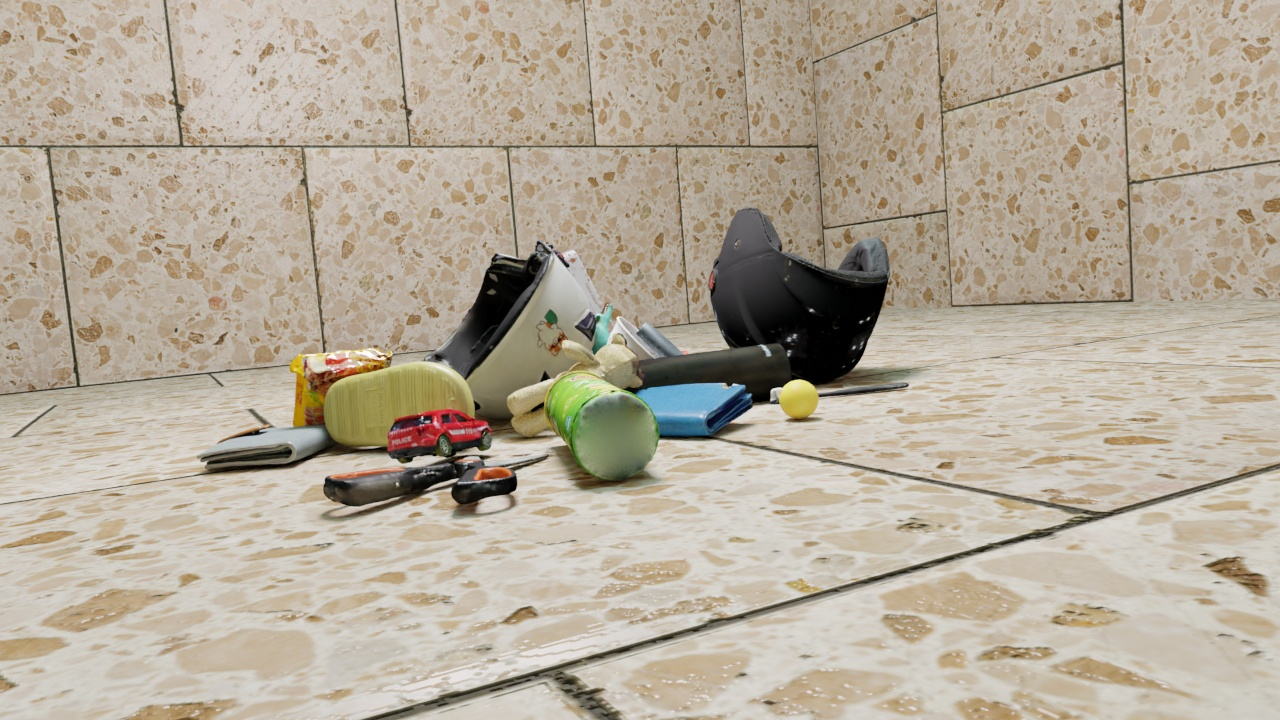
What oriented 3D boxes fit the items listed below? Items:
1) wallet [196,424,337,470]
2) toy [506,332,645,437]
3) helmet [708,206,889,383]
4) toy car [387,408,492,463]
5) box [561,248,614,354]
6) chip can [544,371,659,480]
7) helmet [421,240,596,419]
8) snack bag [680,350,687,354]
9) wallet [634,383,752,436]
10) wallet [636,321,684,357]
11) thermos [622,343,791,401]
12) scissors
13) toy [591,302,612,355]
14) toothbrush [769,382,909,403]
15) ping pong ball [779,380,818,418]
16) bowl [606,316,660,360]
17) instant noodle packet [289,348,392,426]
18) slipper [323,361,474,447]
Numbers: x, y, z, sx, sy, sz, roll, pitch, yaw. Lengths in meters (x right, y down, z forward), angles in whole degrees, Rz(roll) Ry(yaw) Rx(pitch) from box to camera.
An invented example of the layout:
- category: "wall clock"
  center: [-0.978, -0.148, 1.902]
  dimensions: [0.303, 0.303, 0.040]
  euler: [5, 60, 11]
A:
- category: "wallet"
  center: [-0.389, 0.086, 0.965]
  dimensions: [0.106, 0.037, 0.129]
  euler: [-4, 4, 2]
- category: "toy"
  center: [-0.071, 0.030, 0.992]
  dimensions: [0.157, 0.105, 0.066]
  euler: [-27, 7, -20]
- category: "helmet"
  center: [0.214, -0.085, 1.303]
  dimensions: [0.233, 0.230, 0.275]
  euler: [12, 0, -20]
- category: "toy car"
  center: [-0.181, 0.068, 0.840]
  dimensions: [0.053, 0.045, 0.120]
  euler: [-11, -7, 20]
- category: "box"
  center: [-0.104, -0.044, 1.362]
  dimensions: [0.130, 0.179, 0.272]
  euler: [-27, -5, -1]
- category: "chip can"
  center: [-0.039, 0.052, 0.805]
  dimensions: [0.072, 0.072, 0.221]
  euler: [-6, 5, -11]
- category: "helmet"
  center: [-0.144, -0.017, 1.133]
  dimensions: [0.157, 0.229, 0.275]
  euler: [39, -18, -24]
- category: "snack bag"
  center: [0.068, 0.009, 1.340]
  dimensions: [0.045, 0.026, 0.105]
  euler: [1, -23, 26]
- category: "wallet"
  center: [0.035, 0.053, 0.942]
  dimensions: [0.133, 0.040, 0.106]
  euler: [-2, 14, 33]
- category: "wallet"
  center: [0.037, -0.013, 1.188]
  dimensions: [0.019, 0.097, 0.120]
  euler: [-47, 2, 7]
- category: "thermos"
  center: [0.059, 0.033, 1.082]
  dimensions: [0.242, 0.069, 0.090]
  euler: [-8, 38, -17]
- category: "scissors"
  center: [-0.144, 0.093, 0.737]
  dimensions: [0.220, 0.021, 0.225]
  euler: [-2, 1, -36]
- category: "toy"
  center: [-0.048, -0.027, 1.205]
  dimensions: [0.030, 0.092, 0.096]
  euler: [3, 50, 16]
- category: "toothbrush"
  center: [0.240, 0.036, 1.101]
  dimensions: [0.181, 0.018, 0.016]
  euler: [-4, 1, -13]
- category: "ping pong ball"
  center: [0.164, 0.040, 0.947]
  dimensions: [0.040, 0.040, 0.040]
  euler: [-5, 5, 0]
- category: "bowl"
  center: [-0.007, 0.007, 1.169]
  dimensions: [0.065, 0.118, 0.118]
  euler: [-46, -1, 8]
- category: "instant noodle packet"
  center: [-0.339, 0.043, 1.044]
  dimensions: [0.110, 0.129, 0.044]
  euler: [-5, 48, -23]
- category: "slipper"
  center: [-0.248, 0.049, 0.974]
  dimensions: [0.191, 0.091, 0.081]
  euler: [-4, -1, 25]
